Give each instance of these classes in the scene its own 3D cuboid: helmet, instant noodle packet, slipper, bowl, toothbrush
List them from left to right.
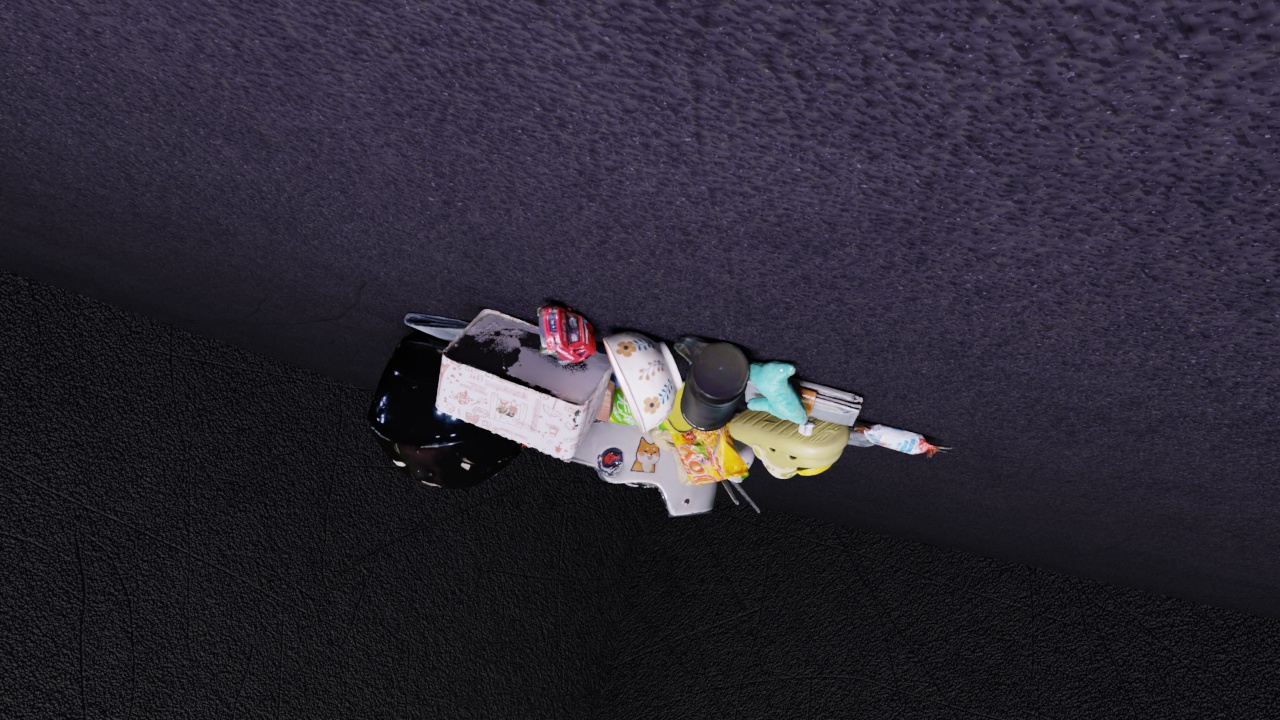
[{"bbox_3d":[-0.285,0.085,1.393,0.234,0.229,0.275,13,147,21],"label":"helmet"},{"bbox_3d":[0.008,0.016,1.005,0.062,0.113,0.113,-24,170,-4],"label":"bowl"},{"bbox_3d":[0.015,0.158,1.567,0.274,0.156,0.230,24,175,14],"label":"helmet"},{"bbox_3d":[0.089,0.115,1.291,0.044,0.128,0.111,-28,-172,-42],"label":"instant noodle packet"},{"bbox_3d":[0.135,0.117,1.374,0.118,0.065,0.118,39,-160,-17],"label":"bowl"},{"bbox_3d":[0.171,0.067,1.142,0.015,0.018,0.181,8,-174,-18],"label":"toothbrush"},{"bbox_3d":[0.192,0.104,1.166,0.091,0.081,0.191,-29,-159,-26],"label":"slipper"}]

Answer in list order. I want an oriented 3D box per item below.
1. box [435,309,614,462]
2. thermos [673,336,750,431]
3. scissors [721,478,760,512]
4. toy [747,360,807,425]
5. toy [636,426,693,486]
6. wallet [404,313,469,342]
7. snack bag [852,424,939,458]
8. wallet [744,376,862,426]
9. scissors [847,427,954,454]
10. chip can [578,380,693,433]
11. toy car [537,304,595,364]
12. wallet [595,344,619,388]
[{"bbox_3d":[-0.126,0.023,1.120,0.179,0.130,0.272,21,-175,6],"label":"box"},{"bbox_3d":[0.076,0.024,1.043,0.090,0.068,0.243,47,172,10],"label":"thermos"},{"bbox_3d":[0.109,0.138,1.413,0.221,0.022,0.224,44,-167,-2],"label":"scissors"},{"bbox_3d":[0.144,0.036,0.987,0.097,0.030,0.092,1,134,49],"label":"toy"},{"bbox_3d":[0.044,0.128,1.445,0.105,0.066,0.157,3,-133,-53],"label":"toy"},{"bbox_3d":[-0.256,-0.040,1.288,0.121,0.019,0.097,8,170,31],"label":"wallet"},{"bbox_3d":[0.319,0.098,1.152,0.105,0.026,0.045,16,173,9],"label":"snack bag"},{"bbox_3d":[0.184,0.047,1.051,0.130,0.037,0.106,13,170,11],"label":"wallet"},{"bbox_3d":[0.331,0.109,1.245,0.163,0.014,0.166,15,168,-11],"label":"scissors"},{"bbox_3d":[-0.011,0.058,1.296,0.072,0.072,0.222,23,168,-38],"label":"chip can"},{"bbox_3d":[-0.079,-0.028,0.992,0.045,0.053,0.120,-9,171,12],"label":"toy car"},{"bbox_3d":[-0.062,0.005,1.189,0.133,0.040,0.106,8,163,37],"label":"wallet"}]
